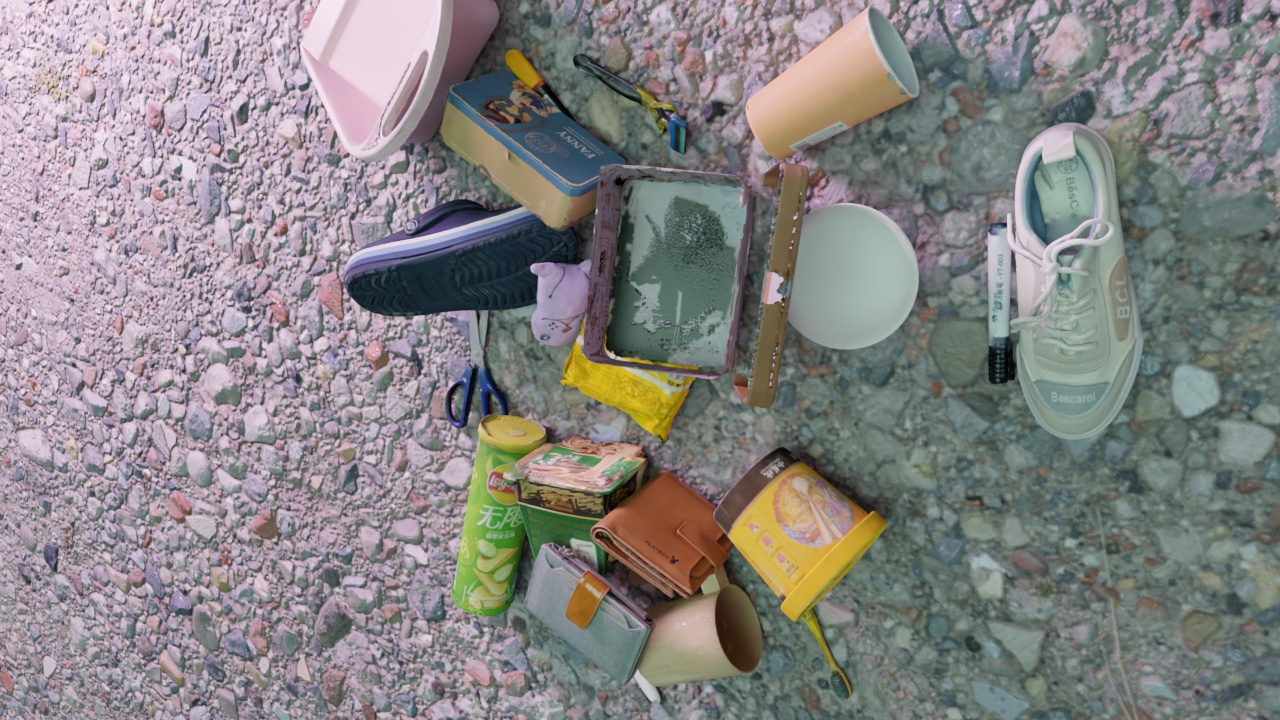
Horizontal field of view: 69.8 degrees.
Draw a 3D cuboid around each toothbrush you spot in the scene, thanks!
[{"bbox_3d":[-0.032,0.292,0.986,0.016,0.016,0.180,-37,84,31],"label":"toothbrush"},{"bbox_3d":[0.155,0.237,0.875,0.016,0.018,0.191,-27,89,28],"label":"toothbrush"}]

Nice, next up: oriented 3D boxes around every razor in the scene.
[{"bbox_3d":[-0.007,-0.244,0.845,0.143,0.022,0.043,39,160,18],"label":"razor"}]

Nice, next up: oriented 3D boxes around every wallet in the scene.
[{"bbox_3d":[0.029,0.159,0.845,0.108,0.131,0.031,34,120,16],"label":"wallet"},{"bbox_3d":[-0.052,0.241,0.873,0.130,0.036,0.107,33,133,19],"label":"wallet"}]

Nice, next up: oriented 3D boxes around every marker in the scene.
[{"bbox_3d":[-0.088,-0.252,0.889,0.018,0.015,0.124,-42,84,33],"label":"marker"},{"bbox_3d":[0.291,-0.045,0.738,0.023,0.018,0.131,0,103,19],"label":"marker"}]

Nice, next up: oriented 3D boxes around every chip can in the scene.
[{"bbox_3d":[-0.155,0.170,0.990,0.073,0.072,0.221,21,111,22],"label":"chip can"}]

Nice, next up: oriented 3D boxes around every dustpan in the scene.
[{"bbox_3d":[-0.259,-0.326,0.888,0.273,0.138,0.223,42,118,12],"label":"dustpan"}]

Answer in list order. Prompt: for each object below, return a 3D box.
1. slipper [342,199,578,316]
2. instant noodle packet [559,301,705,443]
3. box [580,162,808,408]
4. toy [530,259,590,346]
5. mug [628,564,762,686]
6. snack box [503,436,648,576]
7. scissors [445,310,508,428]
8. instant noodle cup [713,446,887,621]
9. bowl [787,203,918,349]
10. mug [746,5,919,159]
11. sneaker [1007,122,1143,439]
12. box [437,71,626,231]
[{"bbox_3d":[-0.178,-0.108,0.929,0.253,0.105,0.095,-11,54,16],"label":"slipper"},{"bbox_3d":[-0.005,0.005,0.889,0.128,0.044,0.111,30,112,16],"label":"instant noodle packet"},{"bbox_3d":[0.029,-0.071,0.753,0.156,0.226,0.180,7,97,-2],"label":"box"},{"bbox_3d":[-0.073,-0.057,0.894,0.108,0.083,0.039,103,149,-42],"label":"toy"},{"bbox_3d":[0.047,0.253,0.901,0.104,0.084,0.124,-23,83,31],"label":"mug"},{"bbox_3d":[-0.056,0.147,0.910,0.118,0.117,0.106,6,108,25],"label":"snack box"},{"bbox_3d":[-0.169,0.005,0.992,0.141,0.012,0.171,42,117,14],"label":"scissors"},{"bbox_3d":[0.136,0.148,0.813,0.114,0.118,0.119,43,118,21],"label":"instant noodle cup"},{"bbox_3d":[0.176,-0.072,0.763,0.118,0.064,0.118,6,104,26],"label":"bowl"},{"bbox_3d":[0.151,-0.216,0.741,0.123,0.078,0.078,-26,89,35],"label":"mug"},{"bbox_3d":[0.320,-0.053,0.679,0.090,0.090,0.242,-2,102,29],"label":"sneaker"},{"bbox_3d":[-0.098,-0.195,0.859,0.184,0.089,0.059,37,135,14],"label":"box"}]
